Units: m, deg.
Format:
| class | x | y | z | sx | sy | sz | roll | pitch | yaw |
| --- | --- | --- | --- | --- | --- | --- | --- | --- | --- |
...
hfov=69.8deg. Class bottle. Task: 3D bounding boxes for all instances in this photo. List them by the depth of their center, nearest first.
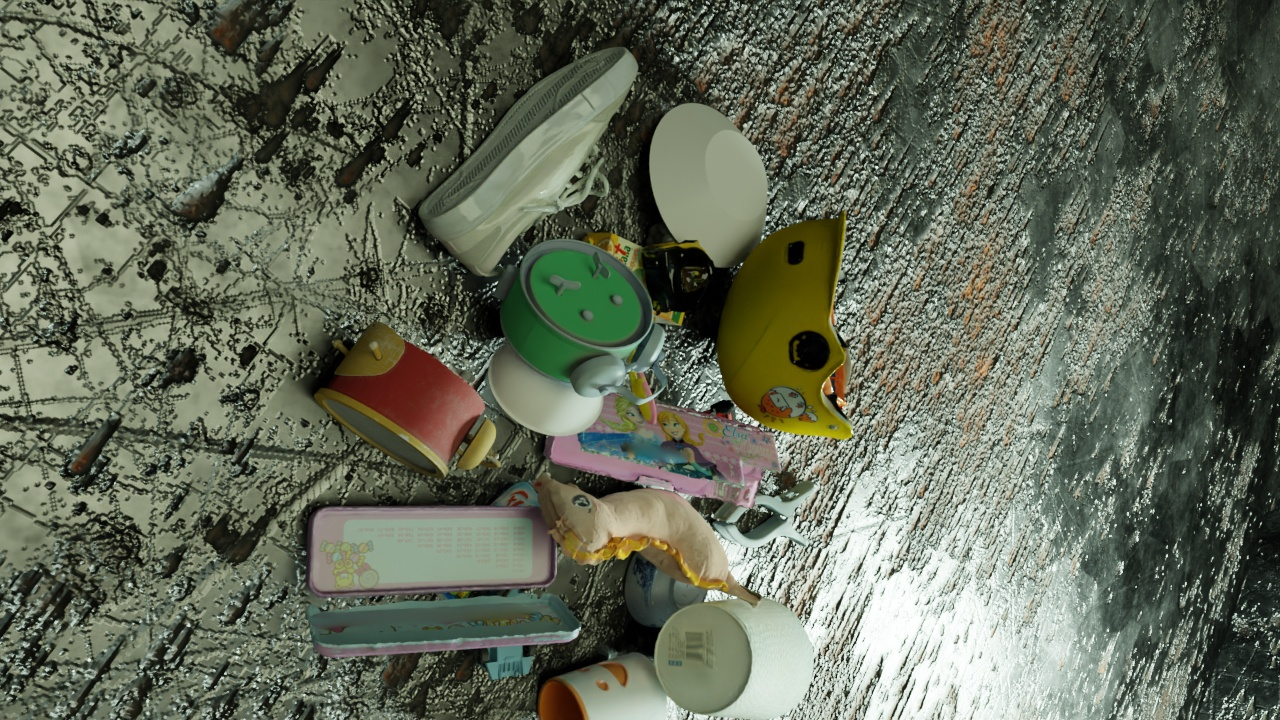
| class | x | y | z | sx | sy | sz | roll | pitch | yaw |
| --- | --- | --- | --- | --- | --- | --- | --- | --- | --- |
| bottle | 0.055 | -0.119 | 0.953 | 0.109 | 0.036 | 0.036 | 5 | 93 | -41 |

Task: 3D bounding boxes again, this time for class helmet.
| class | x | y | z | sx | sy | sz | roll | pitch | yaw |
| --- | --- | --- | --- | --- | --- | --- | --- | --- | --- |
| helmet | 0.148 | -0.036 | 0.959 | 0.208 | 0.140 | 0.240 | -68 | 153 | -60 |

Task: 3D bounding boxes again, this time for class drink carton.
| class | x | y | z | sx | sy | sz | roll | pitch | yaw |
| --- | --- | --- | --- | --- | --- | --- | --- | --- | --- |
| drink carton | -0.138 | 0.164 | 0.829 | 0.128 | 0.039 | 0.044 | -44 | 102 | -27 |
| drink carton | -0.008 | -0.080 | 0.904 | 0.122 | 0.041 | 0.058 | 19 | 85 | -40 |

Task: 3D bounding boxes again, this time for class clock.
| class | x | y | z | sx | sy | sz | roll | pitch | yaw |
| --- | --- | --- | --- | --- | --- | --- | --- | --- | --- |
| clock | -0.172 | 0.037 | 0.733 | 0.159 | 0.117 | 0.081 | 45 | 65 | -32 |
| clock | -0.040 | -0.030 | 0.786 | 0.161 | 0.076 | 0.121 | 47 | 43 | 11 |

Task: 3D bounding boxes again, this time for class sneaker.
| class | x | y | z | sx | sy | sz | roll | pitch | yaw |
| --- | --- | --- | --- | --- | --- | --- | --- | --- | --- |
| sneaker | -0.081 | -0.172 | 0.803 | 0.241 | 0.089 | 0.091 | -49 | 129 | -16 |

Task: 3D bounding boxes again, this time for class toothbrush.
| class | x | y | z | sx | sy | sz | roll | pitch | yaw |
| --- | --- | --- | --- | --- | --- | --- | --- | --- | --- |
| toothbrush | -0.005 | 0.005 | 0.886 | 0.016 | 0.021 | 0.135 | 9 | 48 | -30 |

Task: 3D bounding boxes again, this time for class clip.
| class | x | y | z | sx | sy | sz | roll | pitch | yaw |
| --- | --- | --- | --- | --- | --- | --- | --- | --- | --- |
| clip | 0.149 | 0.196 | 1.090 | 0.162 | 0.027 | 0.090 | -7 | 103 | -39 |

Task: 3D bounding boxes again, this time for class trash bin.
| class | x | y | z | sx | sy | sz | roll | pitch | yaw |
| --- | --- | --- | --- | --- | --- | --- | --- | --- | --- |
| trash bin | 0.095 | 0.311 | 0.961 | 0.161 | 0.133 | 0.133 | 32 | 75 | -59 |

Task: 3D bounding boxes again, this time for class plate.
| class | x | y | z | sx | sy | sz | roll | pitch | yaw |
| --- | --- | --- | --- | --- | --- | --- | --- | --- | --- |
| plate | 0.086 | -0.185 | 0.940 | 0.173 | 0.036 | 0.174 | 9 | 76 | -41 |

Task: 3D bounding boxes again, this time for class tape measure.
| class | x | y | z | sx | sy | sz | roll | pitch | yaw |
| --- | --- | --- | --- | --- | --- | --- | --- | --- | --- |
| tape measure | 0.038 | -0.081 | 0.887 | 0.072 | 0.042 | 0.071 | -22 | 107 | -39 |

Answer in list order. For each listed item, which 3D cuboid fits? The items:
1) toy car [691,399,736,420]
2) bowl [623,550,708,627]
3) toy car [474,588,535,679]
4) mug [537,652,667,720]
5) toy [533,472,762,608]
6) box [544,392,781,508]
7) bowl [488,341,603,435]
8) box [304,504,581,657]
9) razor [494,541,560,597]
| class | x | y | z | sx | sy | sz | roll | pitch | yaw |
| --- | --- | --- | --- | --- | --- | --- | --- | --- | --- |
| toy car | 0.062 | 0.079 | 0.982 | 0.100 | 0.049 | 0.051 | -22 | 110 | -36 |
| bowl | 0.040 | 0.239 | 0.991 | 0.114 | 0.045 | 0.114 | -7 | 101 | -39 |
| toy car | -0.131 | 0.240 | 0.859 | 0.060 | 0.028 | 0.107 | 6 | 76 | -41 |
| mug | -0.038 | 0.345 | 0.918 | 0.105 | 0.082 | 0.082 | -5 | 100 | -41 |
| toy | 0.012 | 0.174 | 0.860 | 0.065 | 0.196 | 0.264 | -51 | 160 | 10 |
| box | 0.032 | 0.089 | 0.887 | 0.230 | 0.091 | 0.084 | 16 | 94 | -22 |
| bowl | -0.076 | 0.010 | 0.816 | 0.110 | 0.041 | 0.109 | 16 | 47 | -18 |
| box | -0.163 | 0.183 | 0.754 | 0.214 | 0.140 | 0.062 | 5 | 135 | -27 |
| razor | -0.112 | 0.195 | 0.853 | 0.042 | 0.026 | 0.105 | 53 | 53 | -21 |
